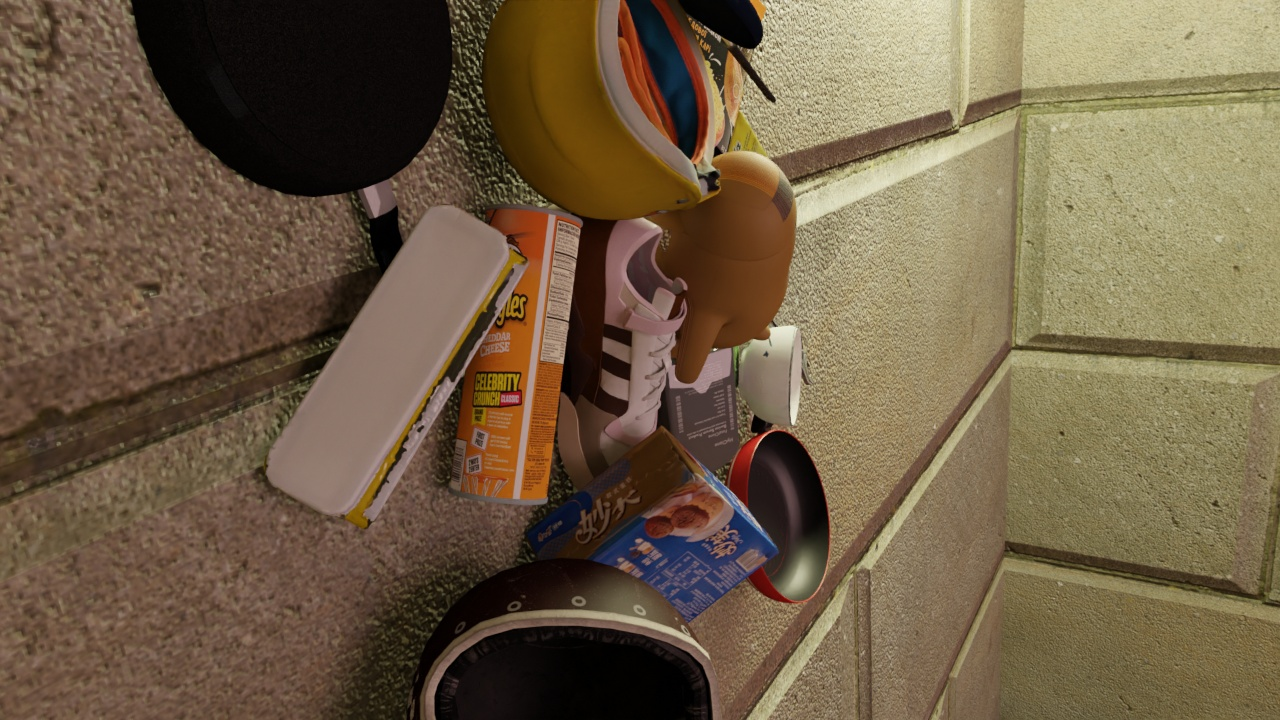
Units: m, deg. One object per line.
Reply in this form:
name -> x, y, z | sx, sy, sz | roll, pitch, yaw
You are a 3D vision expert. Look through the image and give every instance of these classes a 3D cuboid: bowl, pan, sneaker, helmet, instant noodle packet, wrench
bowl -> 0.147, 0.016, 1.042 | 0.113, 0.063, 0.113 | 4, 89, -75
pan -> 0.157, 0.119, 1.128 | 0.208, 0.067, 0.356 | -10, 86, -55
sneaker -> -0.005, 0.005, 0.800 | 0.111, 0.117, 0.294 | -34, 123, -51
helmet -> -0.034, -0.204, 0.701 | 0.239, 0.140, 0.209 | -60, 130, -65
pan -> 0.057, -0.306, 0.800 | 0.021, 0.199, 0.356 | -51, 152, 9
helmet -> -0.061, 0.262, 0.636 | 0.253, 0.233, 0.235 | -95, -156, -44
instant noodle packet -> 0.054, -0.305, 0.907 | 0.159, 0.032, 0.220 | 28, 71, -41
wrench -> 0.178, -0.029, 1.160 | 0.273, 0.010, 0.070 | 39, 39, -58
pan -> -0.173, -0.136, 0.577 | 0.203, 0.044, 0.356 | -46, 131, -44

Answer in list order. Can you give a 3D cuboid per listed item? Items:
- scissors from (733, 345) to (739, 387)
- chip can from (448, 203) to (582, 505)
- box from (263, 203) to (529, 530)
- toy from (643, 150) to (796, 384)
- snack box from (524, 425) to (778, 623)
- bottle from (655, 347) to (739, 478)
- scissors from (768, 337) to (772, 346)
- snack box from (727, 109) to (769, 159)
scissors -> 0.104, -0.038, 1.009 | 0.170, 0.028, 0.138 | 47, 48, -70
chip can -> -0.094, -0.004, 0.694 | 0.075, 0.075, 0.215 | 10, 87, -58
box -> -0.151, 0.006, 0.605 | 0.209, 0.079, 0.080 | -60, 178, -11
toy -> 0.066, -0.100, 0.825 | 0.204, 0.162, 0.198 | 107, -1, -58
snack box -> 0.018, 0.167, 0.834 | 0.155, 0.069, 0.202 | -39, 141, 5
bottle -> 0.056, 0.069, 0.948 | 0.083, 0.046, 0.174 | -17, 114, -24
scissors -> 0.118, -0.076, 0.976 | 0.136, 0.015, 0.135 | 87, -7, -81
snack box -> 0.110, -0.179, 1.026 | 0.181, 0.045, 0.121 | 37, 65, -57
